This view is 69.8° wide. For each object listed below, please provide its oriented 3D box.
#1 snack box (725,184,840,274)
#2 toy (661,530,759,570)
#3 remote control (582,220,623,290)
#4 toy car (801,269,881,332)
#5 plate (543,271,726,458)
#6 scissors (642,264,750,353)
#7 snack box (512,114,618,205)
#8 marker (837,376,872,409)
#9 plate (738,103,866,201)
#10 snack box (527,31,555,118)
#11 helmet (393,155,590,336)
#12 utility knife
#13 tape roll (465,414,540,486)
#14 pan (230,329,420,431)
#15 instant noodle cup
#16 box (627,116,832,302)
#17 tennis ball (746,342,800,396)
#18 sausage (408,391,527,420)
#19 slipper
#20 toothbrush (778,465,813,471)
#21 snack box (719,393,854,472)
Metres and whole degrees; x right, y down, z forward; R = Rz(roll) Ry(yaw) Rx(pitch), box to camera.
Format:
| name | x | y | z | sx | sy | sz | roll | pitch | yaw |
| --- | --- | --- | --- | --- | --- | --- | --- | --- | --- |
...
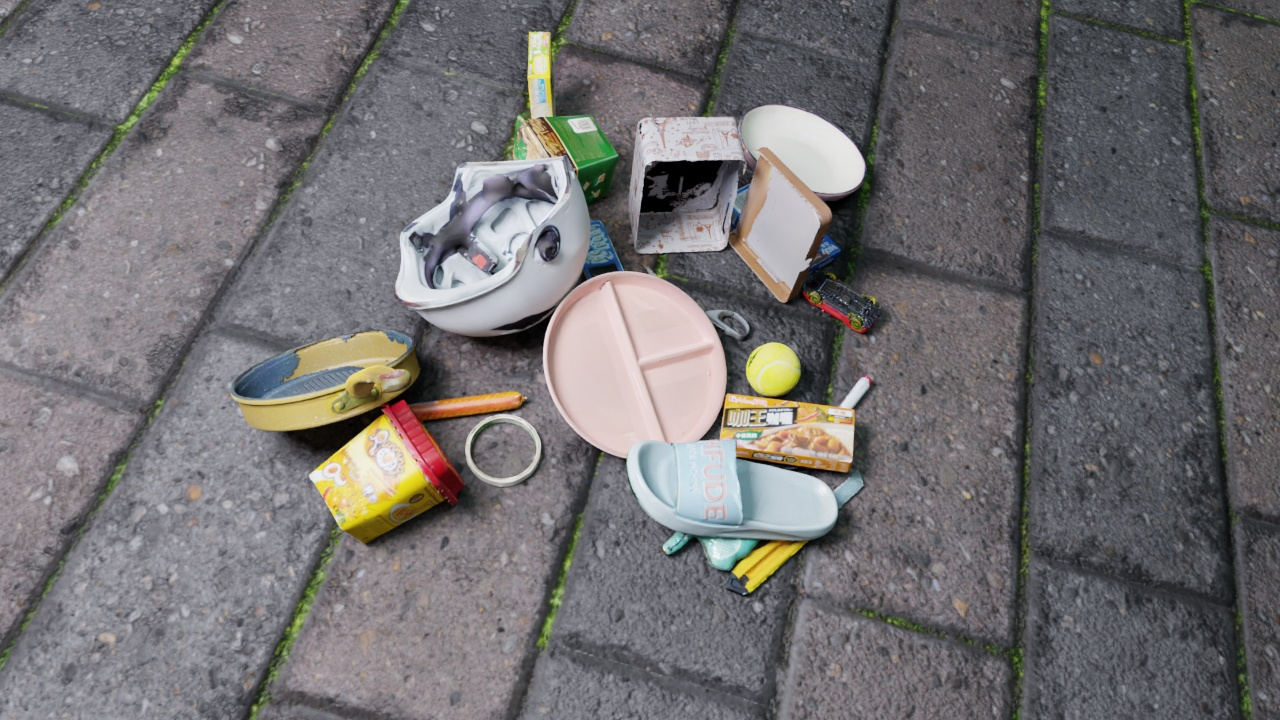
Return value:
| name | x | y | z | sx | sy | sz | roll | pitch | yaw |
| --- | --- | --- | --- | --- | --- | --- | --- | --- | --- |
| snack box | 0.188 | -0.179 | 1.248 | 0.084 | 0.026 | 0.157 | -30 | 67 | -22 |
| toy | 0.073 | 0.196 | 1.017 | 0.096 | 0.030 | 0.092 | -37 | 66 | -23 |
| remote control | -0.054 | -0.127 | 1.193 | 0.049 | 0.024 | 0.124 | -15 | 61 | -14 |
| toy car | 0.259 | -0.077 | 1.195 | 0.106 | 0.031 | 0.049 | 33 | 61 | 12 |
| plate | -0.006 | 0.006 | 1.082 | 0.229 | 0.028 | 0.229 | 6 | 73 | -20 |
| scissors | 0.063 | -0.063 | 1.178 | 0.164 | 0.014 | 0.163 | -3 | 58 | -6 |
| snack box | -0.096 | -0.263 | 1.218 | 0.105 | 0.118 | 0.118 | -24 | 68 | -24 |
| marker | 0.239 | 0.070 | 1.116 | 0.017 | 0.017 | 0.145 | 37 | 63 | 15 |
| plate | 0.223 | -0.287 | 1.293 | 0.192 | 0.039 | 0.192 | 11 | 49 | -13 |
| snack box | -0.134 | -0.365 | 1.256 | 0.033 | 0.141 | 0.086 | 0 | 60 | -4 |
| helmet | -0.161 | -0.120 | 1.095 | 0.229 | 0.146 | 0.258 | 0 | 54 | 33 |
| utility knife | 0.179 | 0.191 | 1.038 | 0.222 | 0.015 | 0.033 | -35 | 72 | -24 |
| tape roll | -0.157 | 0.103 | 1.054 | 0.086 | 0.014 | 0.085 | 3 | 59 | -5 |
| pan | -0.298 | 0.016 | 0.931 | 0.197 | 0.078 | 0.358 | -23 | 23 | -29 |
| instant noodle cup | -0.271 | 0.124 | 0.979 | 0.123 | 0.116 | 0.116 | -35 | 69 | -11 |
| box | 0.107 | -0.197 | 1.164 | 0.269 | 0.180 | 0.135 | 23 | 58 | 8 |
| tennis ball | 0.161 | 0.011 | 1.113 | 0.065 | 0.066 | 0.065 | 3 | 60 | -5 |
| sausage | -0.214 | 0.055 | 1.071 | 0.165 | 0.021 | 0.021 | -7 | 61 | -10 |
| slipper | 0.104 | 0.138 | 1.002 | 0.245 | 0.074 | 0.103 | 12 | 47 | -8 |
| toothbrush | 0.142 | 0.132 | 1.070 | 0.189 | 0.014 | 0.016 | -5 | 68 | -10 |
| snack box | 0.172 | 0.084 | 1.079 | 0.154 | 0.026 | 0.075 | 7 | 54 | 7 |
